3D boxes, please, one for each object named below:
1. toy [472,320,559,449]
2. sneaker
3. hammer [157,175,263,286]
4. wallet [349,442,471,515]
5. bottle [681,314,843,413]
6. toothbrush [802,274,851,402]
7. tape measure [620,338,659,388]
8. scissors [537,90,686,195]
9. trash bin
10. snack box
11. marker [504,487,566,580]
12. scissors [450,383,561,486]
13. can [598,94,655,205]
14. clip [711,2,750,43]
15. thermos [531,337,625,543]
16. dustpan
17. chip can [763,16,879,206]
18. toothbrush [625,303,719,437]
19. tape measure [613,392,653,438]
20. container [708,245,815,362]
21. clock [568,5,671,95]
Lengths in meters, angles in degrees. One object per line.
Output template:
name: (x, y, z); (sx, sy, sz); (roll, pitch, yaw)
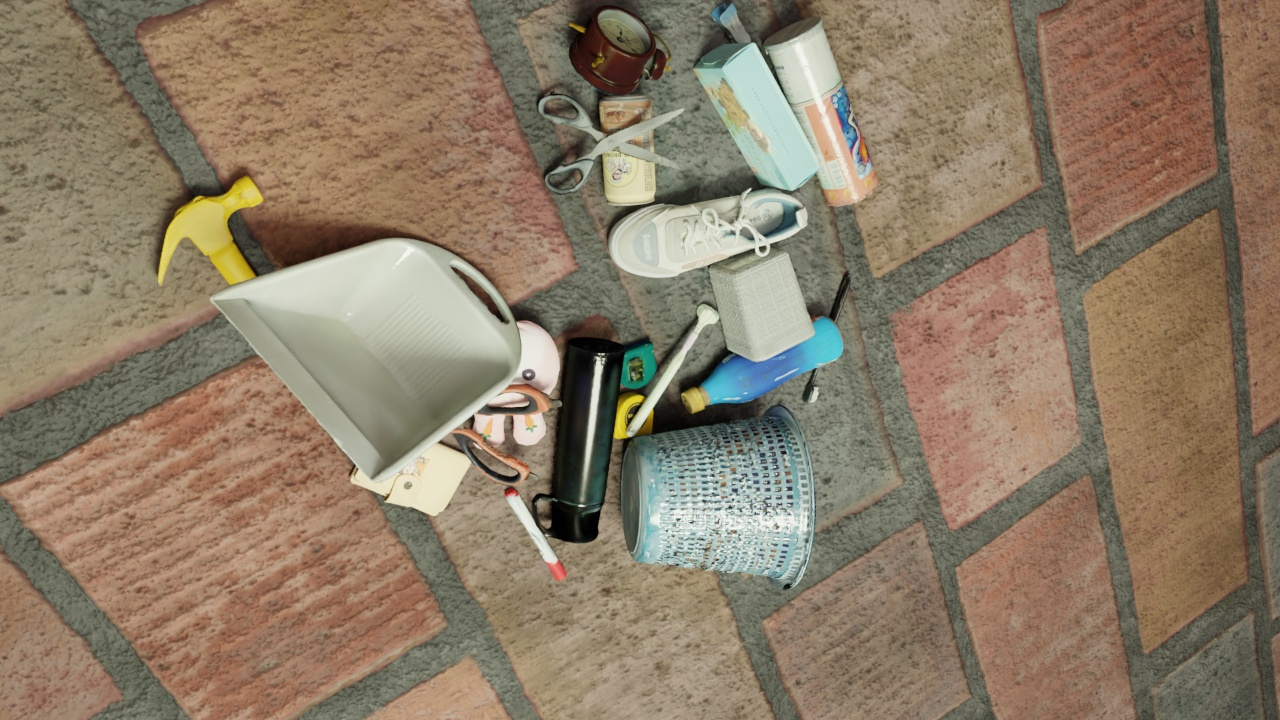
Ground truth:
toy: (-0.151, 0.031, 1.049); (0.121, 0.054, 0.160); (-8, 116, -13)
sneaker: (0.084, -0.147, 1.073); (0.242, 0.091, 0.089); (-16, 111, -18)
hammer: (-0.372, -0.031, 0.942); (0.128, 0.033, 0.301); (-33, 116, -10)
wallet: (-0.262, 0.127, 1.046); (0.115, 0.024, 0.087); (28, 95, -29)
bottle: (0.153, 0.009, 1.166); (0.218, 0.065, 0.065); (-24, 114, -15)
toothbrush: (0.252, -0.028, 1.227); (0.018, 0.016, 0.181); (8, 104, -32)
tape measure: (-0.007, 0.006, 1.119); (0.058, 0.025, 0.054); (-19, 112, -17)
scissors: (-0.037, -0.237, 0.988); (0.181, 0.014, 0.159); (-38, 97, 23)
trash bin: (0.082, 0.166, 1.118); (0.195, 0.226, 0.227); (1, 106, -11)
snack box: (0.136, -0.281, 1.062); (0.051, 0.074, 0.175); (-40, 117, -8)
marker: (-0.129, 0.216, 1.136); (0.017, 0.017, 0.145); (-32, 116, -12)
scissors: (-0.194, 0.065, 1.023); (0.227, 0.015, 0.189); (-7, 118, 4)
can: (-0.014, -0.234, 1.020); (0.058, 0.058, 0.116); (-10, 110, -21)
clip: (0.107, -0.379, 1.050); (0.026, 0.043, 0.058); (-46, 126, -8)
thermos: (-0.075, 0.097, 1.091); (0.089, 0.068, 0.243); (0, 106, -30)
dustpan: (-0.230, -0.029, 0.896); (0.143, 0.257, 0.222); (-43, 87, 8)
chip can: (0.219, -0.293, 1.097); (0.071, 0.071, 0.215); (-34, 117, -11)
toothbrush: (0.037, 0.014, 1.125); (0.029, 0.020, 0.189); (33, 80, 2)
tape measure: (-0.013, 0.068, 1.132); (0.059, 0.029, 0.057); (-5, 106, -38)
container: (0.145, -0.074, 1.125); (0.090, 0.090, 0.114); (-25, 112, -15)
clock: (-0.019, -0.330, 0.973); (0.121, 0.055, 0.082); (-15, 69, -38)
